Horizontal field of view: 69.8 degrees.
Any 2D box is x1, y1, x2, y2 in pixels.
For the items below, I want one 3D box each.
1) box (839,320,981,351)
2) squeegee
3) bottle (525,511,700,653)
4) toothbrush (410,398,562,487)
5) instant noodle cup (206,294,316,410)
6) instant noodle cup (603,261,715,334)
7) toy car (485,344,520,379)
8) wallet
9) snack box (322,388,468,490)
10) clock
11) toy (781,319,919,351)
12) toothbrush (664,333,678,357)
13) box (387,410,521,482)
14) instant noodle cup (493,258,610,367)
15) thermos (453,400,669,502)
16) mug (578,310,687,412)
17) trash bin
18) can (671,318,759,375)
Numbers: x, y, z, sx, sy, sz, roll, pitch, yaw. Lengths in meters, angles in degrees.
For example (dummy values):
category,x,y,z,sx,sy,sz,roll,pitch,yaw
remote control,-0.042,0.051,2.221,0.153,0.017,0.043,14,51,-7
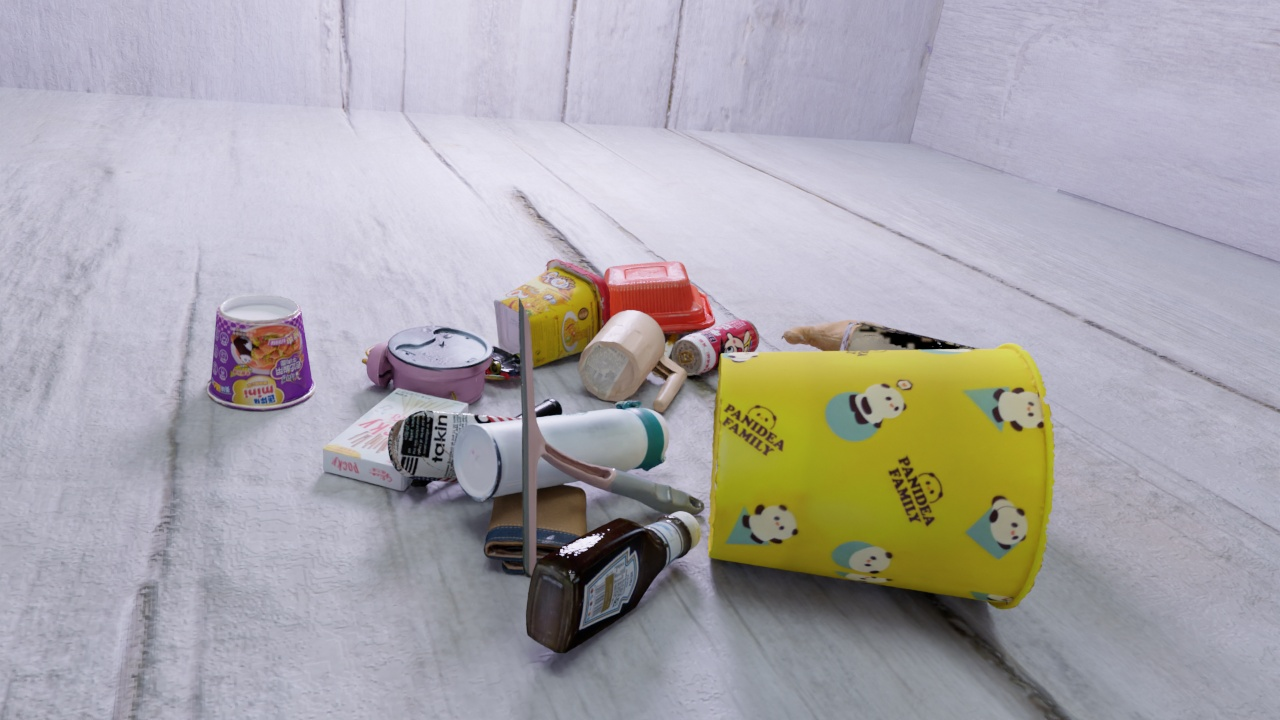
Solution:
category,x,y,z,sx,sy,sz,roll,pitch,yaw
box,0.307,0.049,1.056,0.183,0.156,0.192,15,5,8
squeegee,-0.029,0.102,0.818,0.249,0.040,0.247,30,43,-42
bottle,-0.013,0.164,0.735,0.044,0.080,0.194,19,18,30
toothbrush,-0.154,0.085,0.943,0.027,0.026,0.212,-18,6,38
instant noodle cup,-0.411,-0.013,0.992,0.111,0.099,0.111,7,25,-3
instant noodle cup,0.008,-0.090,1.315,0.189,0.079,0.164,-6,21,-1
toy car,-0.184,0.001,1.119,0.106,0.031,0.049,20,26,28
wallet,-0.090,0.145,0.816,0.090,0.033,0.115,8,22,-8
snack box,-0.244,0.076,0.932,0.085,0.027,0.156,12,23,9
clock,-0.247,0.003,1.060,0.159,0.060,0.117,20,27,23
toy,0.283,-0.009,1.148,0.225,0.082,0.144,23,-15,-34
toothbrush,0.042,-0.021,1.270,0.016,0.018,0.191,9,25,11
box,-0.163,0.088,0.883,0.163,0.075,0.081,5,-6,-34
instant noodle cup,-0.116,-0.056,1.188,0.123,0.116,0.116,-27,40,-36
thermos,-0.065,0.080,0.866,0.223,0.073,0.073,-4,25,-45
mug,-0.007,0.007,1.123,0.124,0.084,0.103,37,28,0
trash bin,0.192,0.091,0.808,0.255,0.230,0.229,4,23,3
can,0.101,-0.018,1.230,0.053,0.053,0.132,25,28,34
